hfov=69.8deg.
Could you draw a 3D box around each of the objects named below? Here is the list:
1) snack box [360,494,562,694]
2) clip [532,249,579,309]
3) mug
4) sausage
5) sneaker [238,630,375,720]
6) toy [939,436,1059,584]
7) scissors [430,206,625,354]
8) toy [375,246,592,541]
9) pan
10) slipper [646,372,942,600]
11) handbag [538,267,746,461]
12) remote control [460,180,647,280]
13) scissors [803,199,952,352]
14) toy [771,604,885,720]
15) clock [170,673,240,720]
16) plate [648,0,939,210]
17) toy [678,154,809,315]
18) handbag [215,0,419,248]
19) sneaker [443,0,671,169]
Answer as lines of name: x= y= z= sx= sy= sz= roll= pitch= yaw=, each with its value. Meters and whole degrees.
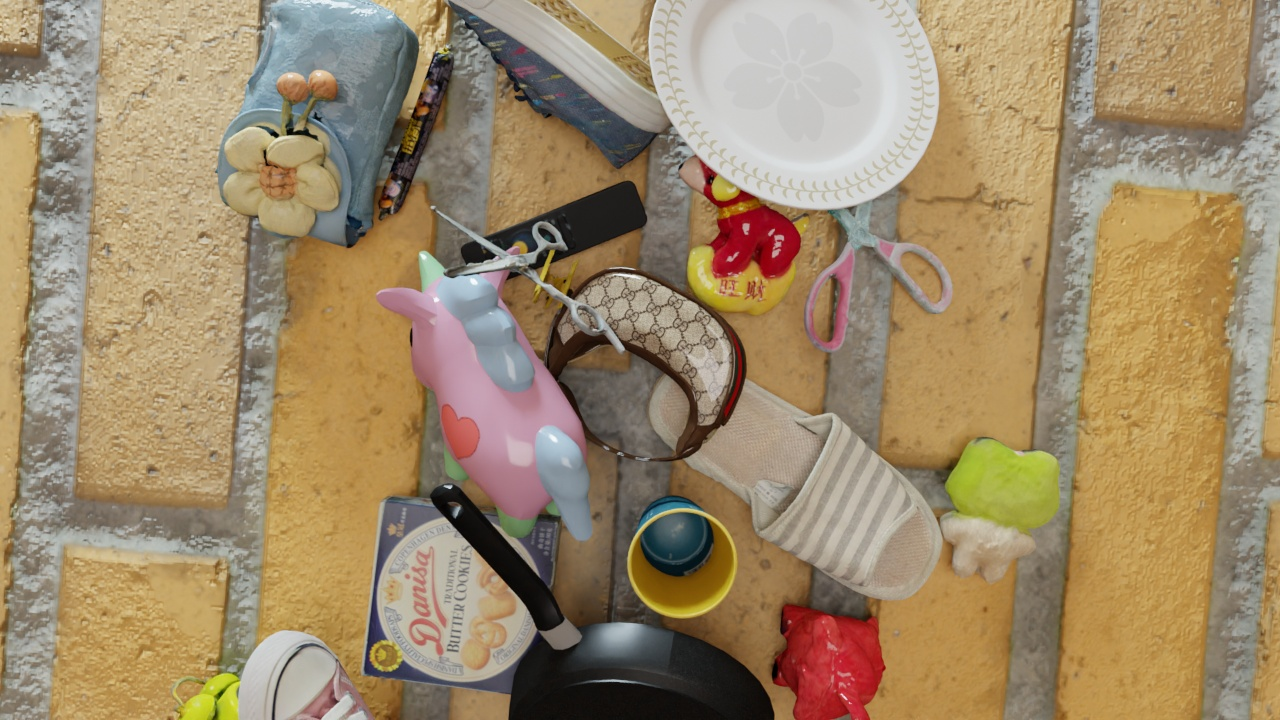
snack box: x=-0.144 y=0.189 z=0.744 sx=0.145 sy=0.042 sz=0.144 roll=7 pitch=92 yaw=-2
clip: x=-0.068 y=-0.060 z=0.735 sx=0.045 sy=0.048 sz=0.054 roll=3 pitch=51 yaw=13
mug: x=0.029 y=0.143 z=0.706 sx=0.078 sy=0.121 sz=0.078 roll=0 pitch=91 yaw=-1
sausage: x=-0.182 y=-0.185 z=0.747 sx=0.020 sy=0.020 sz=0.155 roll=21 pitch=91 yaw=-1
sneaker: x=-0.216 y=0.312 z=0.697 sx=0.088 sy=0.118 sz=0.241 roll=-11 pitch=111 yaw=34
toy: x=0.290 y=0.125 z=0.749 sx=0.092 sy=0.043 sz=0.118 roll=14 pitch=94 yaw=-3
scissors: x=-0.078 y=-0.062 z=0.673 sx=0.175 sy=0.141 sz=0.014 roll=41 pitch=123 yaw=-4
toy: x=-0.103 y=0.027 z=0.681 sx=0.119 sy=0.171 sz=0.222 roll=-24 pitch=50 yaw=-34
pan: x=-0.041 y=0.224 z=0.664 sx=0.204 sy=0.044 sz=0.356 roll=-23 pitch=118 yaw=24
slipper: x=0.125 y=0.093 z=0.743 sx=0.272 sy=0.054 sz=0.114 roll=37 pitch=84 yaw=1
handbag: x=-0.004 y=0.004 z=0.720 sx=0.166 sy=0.063 sz=0.138 roll=30 pitch=92 yaw=17
remote control: x=-0.070 y=-0.103 z=0.749 sx=0.152 sy=0.020 sz=0.041 roll=-21 pitch=113 yaw=0
scissors: x=0.191 y=-0.085 z=0.743 sx=0.168 sy=0.014 sz=0.170 roll=10 pitch=88 yaw=-15
toy: x=0.166 y=0.242 z=0.712 sx=0.094 sy=0.133 sz=0.088 roll=10 pitch=101 yaw=-10
clock: x=-0.320 y=0.291 z=0.724 sx=0.119 sy=0.083 sz=0.057 roll=36 pitch=85 yaw=-5
plate: x=0.123 y=-0.230 z=0.725 sx=0.242 sy=0.016 sz=0.242 roll=3 pitch=76 yaw=-13
toy: x=0.084 y=-0.103 z=0.734 sx=0.105 sy=0.067 sz=0.137 roll=-12 pitch=100 yaw=-8
handbag: x=-0.246 y=-0.186 z=0.697 sx=0.122 sy=0.118 sz=0.192 roll=22 pitch=96 yaw=-1
sneaker: x=-0.080 y=-0.242 z=0.729 sx=0.235 sy=0.087 sz=0.079 roll=36 pitch=121 yaw=-1
